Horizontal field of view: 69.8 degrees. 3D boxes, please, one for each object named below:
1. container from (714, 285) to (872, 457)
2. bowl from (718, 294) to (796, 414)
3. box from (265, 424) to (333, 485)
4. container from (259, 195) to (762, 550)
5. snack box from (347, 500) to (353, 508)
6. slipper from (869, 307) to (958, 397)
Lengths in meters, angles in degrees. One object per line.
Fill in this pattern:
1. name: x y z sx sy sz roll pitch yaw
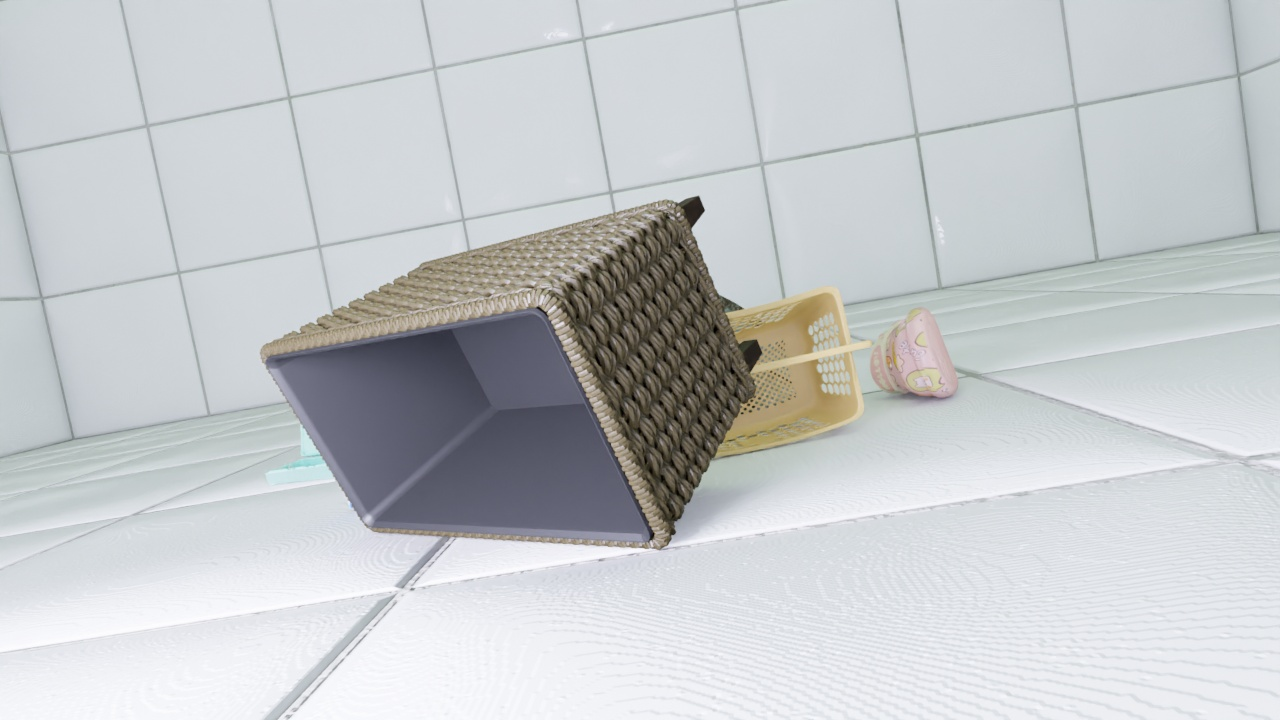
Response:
1. container: 0.100 0.014 0.819 0.183 0.129 0.167 -12 -3 -6
2. bowl: 0.098 0.010 0.995 0.094 0.160 0.159 -53 -12 19
3. box: -0.373 0.099 1.145 0.188 0.109 0.078 -6 -12 23
4. container: -0.084 0.002 0.685 0.322 0.176 0.204 -7 27 41
5. snack box: -0.166 0.095 0.868 0.226 0.059 0.059 -10 0 10
6. slipper: 0.281 -0.005 0.969 0.082 0.093 0.197 -20 0 18
